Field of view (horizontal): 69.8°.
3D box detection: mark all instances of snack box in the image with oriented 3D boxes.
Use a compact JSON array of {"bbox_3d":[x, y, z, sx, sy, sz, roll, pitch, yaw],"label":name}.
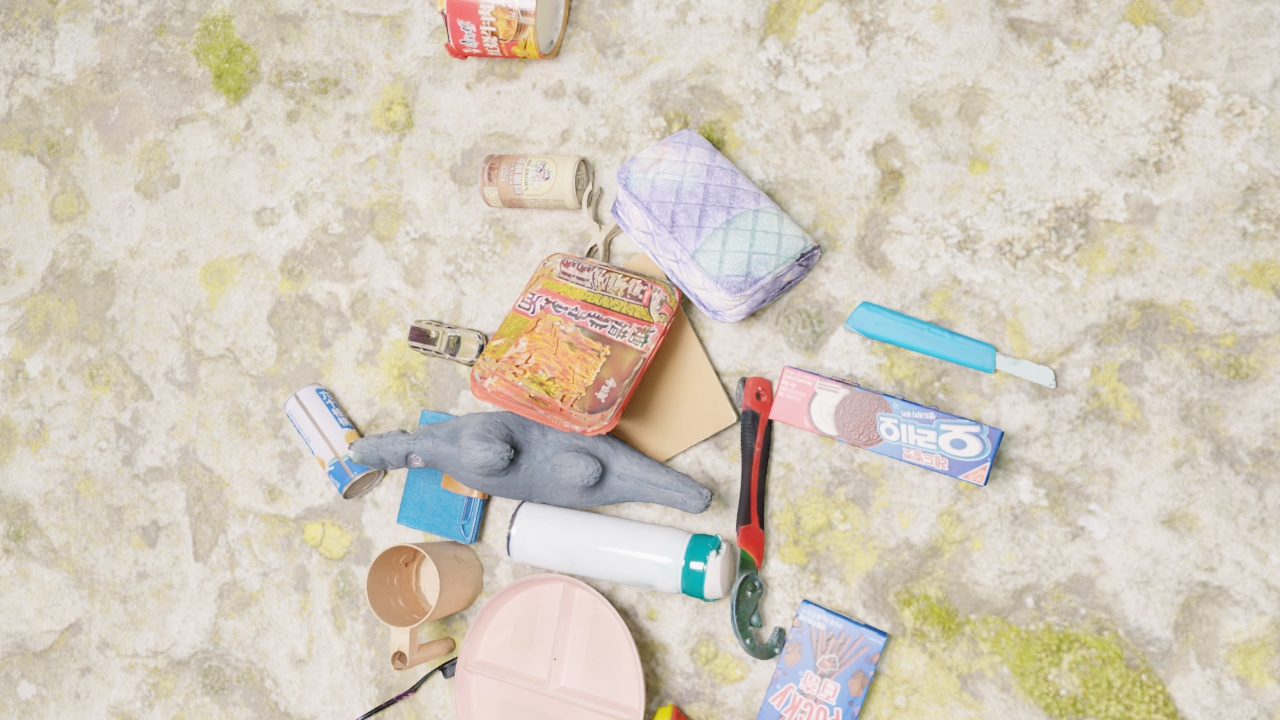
[{"bbox_3d":[0.033,0.388,0.871,0.080,0.082,0.091,28,92,5],"label":"snack box"},{"bbox_3d":[0.165,0.314,0.863,0.084,0.026,0.157,21,89,18],"label":"snack box"},{"bbox_3d":[0.229,0.059,0.863,0.208,0.057,0.058,17,91,18],"label":"snack box"}]

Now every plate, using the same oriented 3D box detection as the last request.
[{"bbox_3d":[-0.091,0.330,0.918,0.230,0.028,0.229,-8,74,29],"label":"plate"}]

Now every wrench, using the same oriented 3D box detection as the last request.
[{"bbox_3d":[0.113,0.151,0.894,0.056,0.016,0.273,5,80,-26],"label":"wrench"}]

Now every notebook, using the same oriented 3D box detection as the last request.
[{"bbox_3d":[-0.006,0.006,0.961,0.148,0.008,0.207,-31,74,17],"label":"notebook"}]

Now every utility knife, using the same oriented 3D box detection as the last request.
[{"bbox_3d":[0.294,-0.013,0.872,0.199,0.018,0.034,20,101,18],"label":"utility knife"}]

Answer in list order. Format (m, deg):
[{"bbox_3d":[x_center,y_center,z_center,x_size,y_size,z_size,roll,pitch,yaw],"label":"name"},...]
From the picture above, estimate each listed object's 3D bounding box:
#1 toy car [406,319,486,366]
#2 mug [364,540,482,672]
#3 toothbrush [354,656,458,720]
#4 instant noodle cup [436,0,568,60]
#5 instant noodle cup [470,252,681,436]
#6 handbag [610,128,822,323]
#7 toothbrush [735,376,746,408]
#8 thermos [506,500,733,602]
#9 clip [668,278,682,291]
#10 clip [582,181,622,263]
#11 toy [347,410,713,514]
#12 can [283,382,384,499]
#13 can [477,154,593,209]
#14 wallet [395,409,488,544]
[{"bbox_3d":[-0.217,-0.021,1.024,0.090,0.035,0.042,13,88,16],"label":"toy car"},{"bbox_3d":[-0.221,0.250,0.952,0.084,0.103,0.124,-3,82,17],"label":"mug"},{"bbox_3d":[-0.264,0.370,0.997,0.189,0.014,0.018,-33,87,11],"label":"toothbrush"},{"bbox_3d":[-0.145,-0.395,1.007,0.109,0.138,0.138,12,86,10],"label":"instant noodle cup"},{"bbox_3d":[-0.060,-0.008,0.915,0.165,0.079,0.188,19,64,24],"label":"instant noodle cup"},{"bbox_3d":[0.069,-0.136,0.915,0.134,0.076,0.194,-34,72,-23],"label":"handbag"},{"bbox_3d":[0.106,0.110,0.916,0.014,0.016,0.189,-6,82,27],"label":"toothbrush"},{"bbox_3d":[-0.019,0.192,0.918,0.224,0.073,0.073,7,85,18],"label":"thermos"},{"bbox_3d":[0.045,-0.101,0.962,0.025,0.031,0.057,14,91,22],"label":"clip"},{"bbox_3d":[-0.029,-0.142,0.983,0.093,0.035,0.103,-8,85,17],"label":"clip"},{"bbox_3d":[-0.105,0.101,0.913,0.356,0.137,0.091,7,97,4],"label":"toy"},{"bbox_3d":[-0.349,0.090,1.040,0.053,0.053,0.134,-43,73,8],"label":"can"},{"bbox_3d":[-0.115,-0.195,1.003,0.116,0.058,0.058,5,84,18],"label":"can"},{"bbox_3d":[-0.209,0.126,1.002,0.106,0.040,0.133,11,86,23],"label":"wallet"}]
